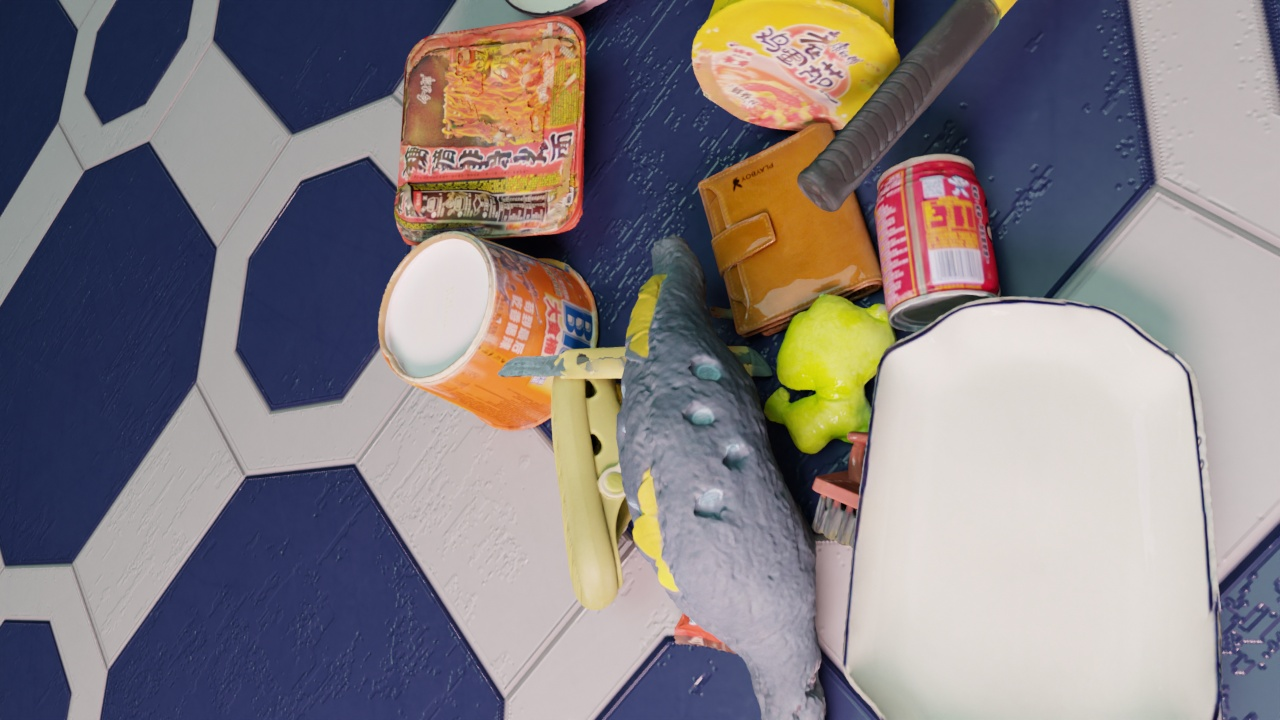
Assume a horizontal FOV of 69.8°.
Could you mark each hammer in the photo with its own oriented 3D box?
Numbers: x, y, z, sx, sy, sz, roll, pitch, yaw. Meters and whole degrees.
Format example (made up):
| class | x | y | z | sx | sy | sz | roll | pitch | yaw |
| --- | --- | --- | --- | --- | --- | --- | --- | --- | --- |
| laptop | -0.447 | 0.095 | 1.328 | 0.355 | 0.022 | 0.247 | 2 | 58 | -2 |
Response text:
| class | x | y | z | sx | sy | sz | roll | pitch | yaw |
| --- | --- | --- | --- | --- | --- | --- | --- | --- | --- |
| hammer | 0.204 | -0.210 | 0.550 | 0.129 | 0.033 | 0.300 | 42 | 89 | 2 |

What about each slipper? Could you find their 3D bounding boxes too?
| class | x | y | z | sx | sy | sz | roll | pitch | yaw |
| --- | --- | --- | --- | --- | --- | --- | --- | --- | --- |
| slipper | -0.021 | 0.082 | 0.654 | 0.081 | 0.092 | 0.190 | -3 | 58 | -8 |

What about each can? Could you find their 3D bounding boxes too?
| class | x | y | z | sx | sy | sz | roll | pitch | yaw |
| --- | --- | --- | --- | --- | --- | --- | --- | --- | --- |
| can | 0.181 | -0.071 | 0.564 | 0.067 | 0.066 | 0.093 | -13 | 69 | 30 |

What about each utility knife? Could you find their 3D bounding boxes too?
| class | x | y | z | sx | sy | sz | roll | pitch | yaw |
| --- | --- | --- | --- | --- | --- | --- | --- | --- | --- |
| utility knife | -0.004 | 0.004 | 0.642 | 0.190 | 0.020 | 0.030 | -4 | 47 | 2 |

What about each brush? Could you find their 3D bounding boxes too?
| class | x | y | z | sx | sy | sz | roll | pitch | yaw |
| --- | --- | --- | --- | --- | --- | --- | --- | --- | --- |
| brush | 0.175 | 0.091 | 0.522 | 0.146 | 0.063 | 0.069 | 23 | 102 | 35 |

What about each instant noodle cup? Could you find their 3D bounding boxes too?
| class | x | y | z | sx | sy | sz | roll | pitch | yaw |
| --- | --- | --- | --- | --- | --- | --- | --- | --- | --- |
| instant noodle cup | 0.111 | -0.241 | 0.626 | 0.138 | 0.138 | 0.109 | -1 | 67 | 33 |
| instant noodle cup | -0.117 | -0.184 | 0.767 | 0.165 | 0.079 | 0.188 | -1 | 81 | 16 |
| instant noodle cup | -0.125 | -0.027 | 0.726 | 0.152 | 0.111 | 0.151 | -11 | 70 | 31 |

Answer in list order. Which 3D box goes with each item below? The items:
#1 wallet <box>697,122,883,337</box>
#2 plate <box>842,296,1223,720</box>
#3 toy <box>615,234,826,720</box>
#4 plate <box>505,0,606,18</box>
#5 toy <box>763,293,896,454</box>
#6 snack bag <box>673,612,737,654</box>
| class | x | y | z | sx | sy | sz | roll | pitch | yaw |
| --- | --- | --- | --- | --- | --- | --- | --- | --- | --- |
| wallet | 0.098 | -0.088 | 0.648 | 0.119 | 0.035 | 0.130 | -21 | 66 | 20 |
| plate | 0.193 | 0.085 | 0.464 | 0.162 | 0.034 | 0.265 | 2 | 59 | 21 |
| toy | 0.046 | 0.076 | 0.554 | 0.092 | 0.137 | 0.356 | -21 | 76 | 22 |
| plate | -0.049 | -0.390 | 0.828 | 0.193 | 0.039 | 0.192 | -10 | 71 | 31 |
| toy | 0.121 | 0.007 | 0.595 | 0.097 | 0.031 | 0.100 | -17 | 83 | 23 |
| snack bag | 0.053 | 0.140 | 0.610 | 0.048 | 0.026 | 0.104 | 8 | 79 | 15 |
